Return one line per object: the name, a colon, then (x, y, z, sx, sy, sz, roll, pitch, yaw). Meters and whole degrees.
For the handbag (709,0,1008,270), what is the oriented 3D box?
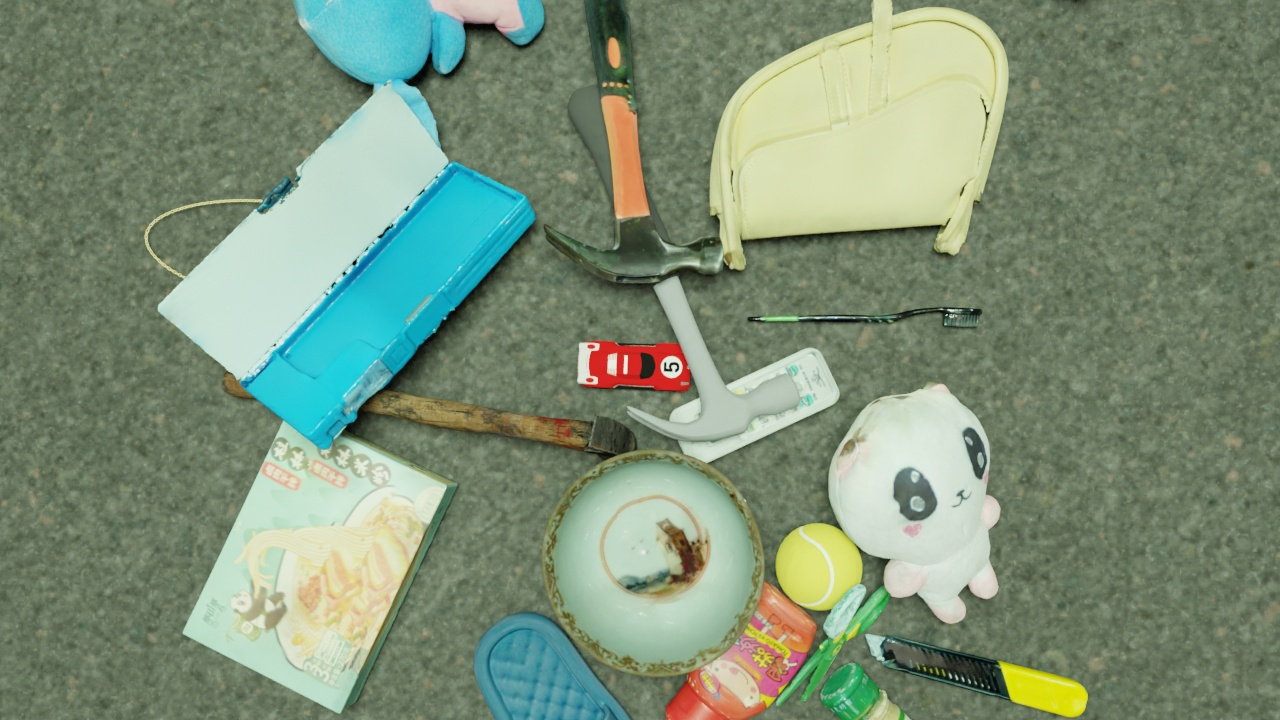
handbag: (0.167, -0.172, 0.717, 0.233, 0.088, 0.191, -5, 89, 1)

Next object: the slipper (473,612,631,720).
slipper: (-0.055, 0.294, 0.705, 0.104, 0.059, 0.213, -28, 84, -3)

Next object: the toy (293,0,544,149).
toy: (-0.175, -0.286, 0.739, 0.191, 0.099, 0.224, -22, 93, -11)

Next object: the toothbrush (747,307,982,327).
toothbrush: (0.181, -0.033, 0.742, 0.188, 0.014, 0.017, -1, 94, 2)

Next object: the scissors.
scissors: (0.143, 0.215, 0.693, 0.130, 0.112, 0.012, -44, 54, -9)

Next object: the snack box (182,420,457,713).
snack box: (-0.252, 0.156, 0.728, 0.141, 0.044, 0.193, 25, 88, 5)

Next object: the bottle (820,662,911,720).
bottle: (0.190, 0.285, 0.706, 0.042, 0.042, 0.110, -45, 87, -2)

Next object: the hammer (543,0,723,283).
hammer: (-0.020, -0.221, 0.732, 0.133, 0.033, 0.332, -6, 76, -1)

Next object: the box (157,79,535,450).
box: (-0.208, -0.074, 0.678, 0.114, 0.114, 0.243, 29, 71, 28)

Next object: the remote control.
remote control: (0.091, 0.037, 0.735, 0.133, 0.022, 0.050, -25, 86, 0)

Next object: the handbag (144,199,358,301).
handbag: (-0.324, -0.093, 0.758, 0.178, 0.027, 0.084, 9, 87, 4)

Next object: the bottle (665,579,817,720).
bottle: (0.074, 0.238, 0.709, 0.071, 0.048, 0.134, 38, 88, 2)

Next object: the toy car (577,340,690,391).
toy car: (-0.005, 0.004, 0.739, 0.089, 0.025, 0.038, 2, 86, 2)

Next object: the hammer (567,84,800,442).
hammer: (0.008, -0.081, 0.729, 0.125, 0.029, 0.310, -22, 79, -5)

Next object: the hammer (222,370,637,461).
hammer: (-0.171, 0.037, 0.711, 0.330, 0.120, 0.033, 8, 79, 9)

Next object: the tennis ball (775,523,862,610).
tennis ball: (0.137, 0.158, 0.704, 0.065, 0.065, 0.065, 0, 86, 2)

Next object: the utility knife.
utility knife: (0.259, 0.243, 0.716, 0.174, 0.020, 0.028, 15, 86, 2)

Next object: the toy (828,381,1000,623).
toy: (0.212, 0.111, 0.690, 0.138, 0.102, 0.179, -29, 94, -23)

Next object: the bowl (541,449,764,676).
bowl: (0.011, 0.146, 0.694, 0.160, 0.094, 0.160, 0, 86, 2)
